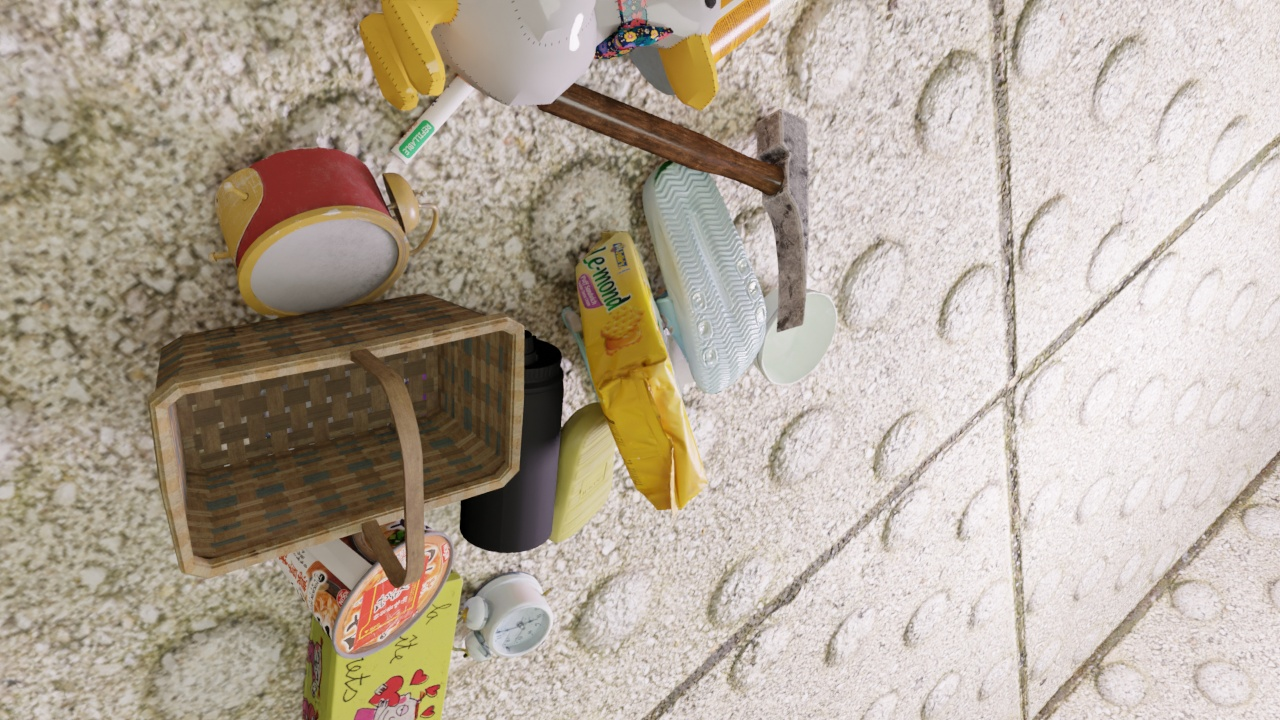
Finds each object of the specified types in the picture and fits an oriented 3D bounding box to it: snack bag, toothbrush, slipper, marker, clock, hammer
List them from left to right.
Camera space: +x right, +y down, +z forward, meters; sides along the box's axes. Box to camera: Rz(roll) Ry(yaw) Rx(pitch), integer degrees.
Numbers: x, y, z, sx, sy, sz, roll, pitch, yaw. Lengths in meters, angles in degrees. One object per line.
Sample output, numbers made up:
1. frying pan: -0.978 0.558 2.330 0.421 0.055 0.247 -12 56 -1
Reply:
1. clock: -0.224 -0.097 0.667 0.158 0.081 0.117 -8 149 -39
2. marker: -0.141 -0.213 0.719 0.145 0.017 0.017 -50 136 -4
3. clock: -0.151 0.277 0.982 0.117 0.057 0.083 -15 124 -24
4. slipper: -0.077 0.105 0.915 0.091 0.081 0.191 -43 157 -39
5. toothbrush: -0.046 0.017 0.939 0.016 0.016 0.181 -37 134 -18
6. snack bag: -0.005 0.005 0.824 0.068 0.246 0.160 -16 127 2
7. hammer: 0.039 -0.158 0.829 0.300 0.037 0.217 12 73 -34
8. slipper: 0.057 -0.084 0.926 0.103 0.074 0.245 -32 116 -27

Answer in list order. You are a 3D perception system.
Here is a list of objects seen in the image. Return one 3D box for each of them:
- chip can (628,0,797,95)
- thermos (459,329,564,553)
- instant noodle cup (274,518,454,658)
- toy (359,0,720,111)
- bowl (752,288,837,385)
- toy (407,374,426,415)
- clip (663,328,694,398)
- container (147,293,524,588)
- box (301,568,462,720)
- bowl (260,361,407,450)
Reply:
1. chip can: 0.089 -0.324 0.800 0.214 0.075 0.075 -40 134 -13
2. thermos: -0.114 0.063 0.817 0.086 0.086 0.199 -10 117 -35
3. instant noodle cup: -0.244 0.161 0.771 0.123 0.122 0.124 -43 153 -29
4. toy: -0.065 -0.267 0.655 0.267 0.141 0.247 -30 109 -21
5. bowl: 0.162 -0.036 1.046 0.117 0.061 0.118 -20 127 -29
6. toy: -0.194 0.056 0.812 0.088 0.056 0.106 8 76 -40
7. clip: 0.049 0.002 1.012 0.056 0.046 0.102 -20 128 -24
8. container: -0.191 0.054 0.627 0.249 0.186 0.158 -14 124 -33
9. box: -0.253 0.291 0.889 0.124 0.082 0.221 -2 118 -38
10. bowl: -0.253 0.014 0.732 0.117 0.062 0.118 -20 127 -29
